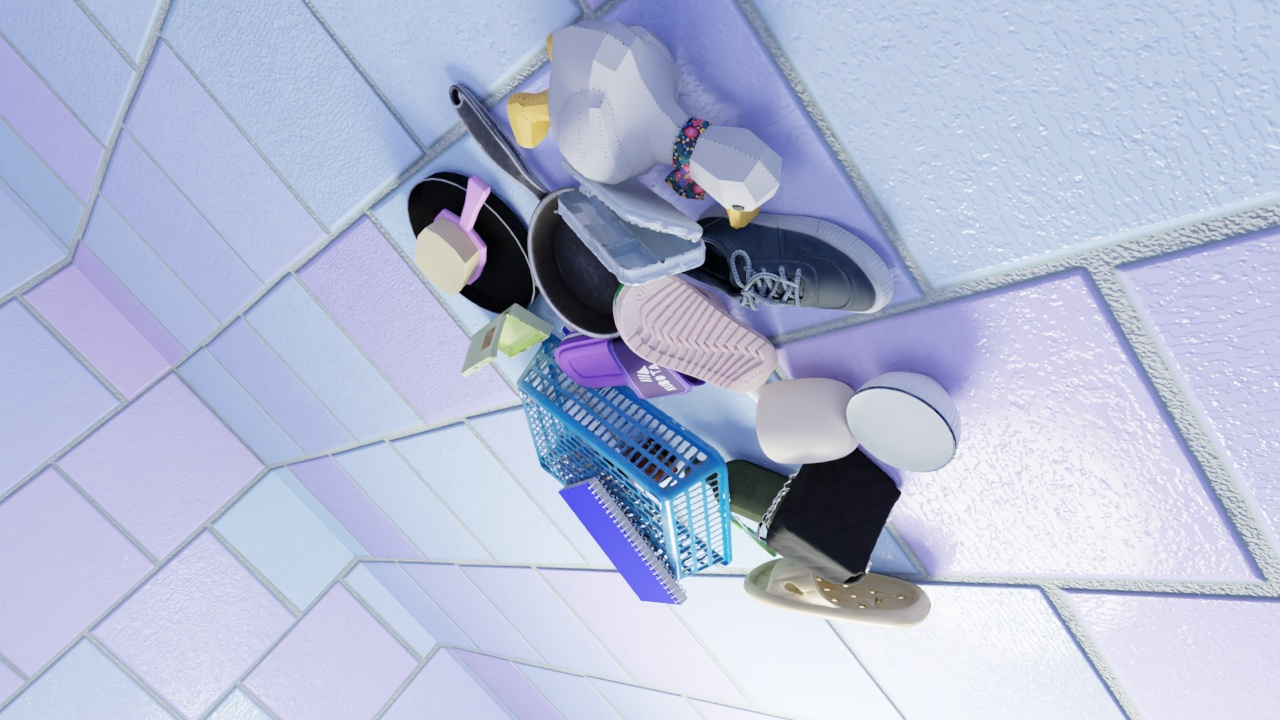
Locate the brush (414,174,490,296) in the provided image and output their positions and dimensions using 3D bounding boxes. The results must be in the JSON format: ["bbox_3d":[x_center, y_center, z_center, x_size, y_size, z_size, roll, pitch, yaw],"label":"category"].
[{"bbox_3d":[-0.240,-0.163,1.198,0.089,0.043,0.229,42,150,0],"label":"brush"}]

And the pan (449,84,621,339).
[{"bbox_3d":[-0.110,-0.185,1.094,0.188,0.055,0.357,-36,87,46],"label":"pan"}]

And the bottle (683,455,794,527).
[{"bbox_3d":[0.153,0.177,1.230,0.207,0.071,0.071,19,141,30],"label":"bottle"}]

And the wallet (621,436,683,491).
[{"bbox_3d":[0.013,0.156,1.397,0.072,0.019,0.123,40,147,-3],"label":"wallet"}]

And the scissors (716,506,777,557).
[{"bbox_3d":[0.151,0.243,1.308,0.160,0.025,0.171,41,173,35],"label":"scissors"}]

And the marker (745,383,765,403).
[{"bbox_3d":[0.157,0.048,1.117,0.133,0.027,0.023,41,147,-4],"label":"marker"}]

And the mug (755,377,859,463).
[{"bbox_3d":[0.205,0.070,1.040,0.100,0.096,0.120,-8,161,41],"label":"mug"}]

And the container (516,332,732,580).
[{"bbox_3d":[-0.034,0.147,1.305,0.362,0.089,0.258,34,149,34],"label":"container"}]

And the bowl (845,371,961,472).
[{"bbox_3d":[0.283,0.054,0.960,0.118,0.062,0.118,27,144,21],"label":"bowl"}]

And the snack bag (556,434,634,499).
[{"bbox_3d":[-0.074,0.179,1.515,0.155,0.018,0.075,25,144,24],"label":"snack bag"}]

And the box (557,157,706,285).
[{"bbox_3d":[-0.014,-0.137,0.941,0.122,0.083,0.215,15,-161,-28],"label":"box"}]

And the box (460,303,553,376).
[{"bbox_3d":[-0.193,-0.021,1.325,0.083,0.091,0.188,15,168,-20],"label":"box"}]

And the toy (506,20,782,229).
[{"bbox_3d":[0.004,-0.224,0.849,0.268,0.140,0.246,26,170,26],"label":"toy"}]

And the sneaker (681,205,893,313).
[{"bbox_3d":[0.132,-0.091,0.922,0.236,0.087,0.089,20,141,31],"label":"sneaker"}]

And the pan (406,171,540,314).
[{"bbox_3d":[-0.173,-0.131,1.240,0.356,0.034,0.226,27,144,22],"label":"pan"}]

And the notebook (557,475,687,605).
[{"bbox_3d":[-0.028,0.260,1.310,0.209,0.022,0.172,53,157,-2],"label":"notebook"}]

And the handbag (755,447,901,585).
[{"bbox_3d":[0.226,0.190,1.096,0.125,0.153,0.115,35,144,1],"label":"handbag"}]

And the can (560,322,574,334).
[{"bbox_3d":[-0.064,-0.025,1.253,0.095,0.032,0.032,39,147,3],"label":"can"}]

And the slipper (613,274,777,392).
[{"bbox_3d":[0.056,-0.034,1.021,0.239,0.094,0.064,27,-163,-38],"label":"slipper"}]

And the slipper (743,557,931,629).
[{"bbox_3d":[0.261,0.292,1.241,0.262,0.111,0.079,5,111,38],"label":"slipper"}]

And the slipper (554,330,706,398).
[{"bbox_3d":[-0.007,0.006,1.140,0.267,0.083,0.107,-9,129,38],"label":"slipper"}]
